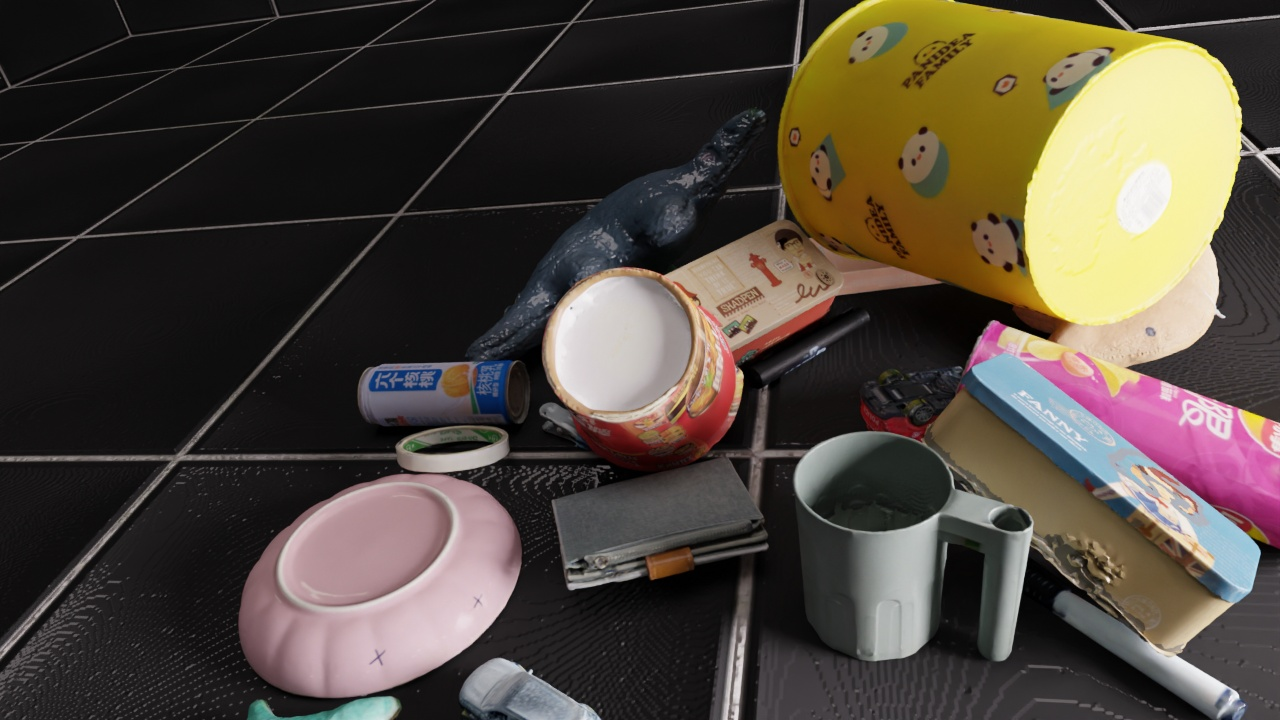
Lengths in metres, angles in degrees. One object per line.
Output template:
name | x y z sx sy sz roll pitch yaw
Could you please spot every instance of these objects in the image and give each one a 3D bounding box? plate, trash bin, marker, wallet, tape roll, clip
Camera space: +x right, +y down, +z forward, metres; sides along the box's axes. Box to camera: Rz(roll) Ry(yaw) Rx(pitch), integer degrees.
plate | -0.178 0.135 0.616 0.192 0.039 0.192 -7 32 4
trash bin | 0.266 -0.154 0.688 0.229 0.230 0.255 -20 28 -16
marker | 0.143 -0.013 0.776 0.131 0.020 0.022 -28 58 -27
wallet | 0.010 0.110 0.607 0.129 0.037 0.106 -12 22 -6
tape roll | -0.144 0.067 0.708 0.086 0.014 0.085 -3 11 0
marker | 0.257 0.147 0.495 0.018 0.023 0.131 16 11 -40
clip | -0.056 0.054 0.732 0.057 0.029 0.024 22 46 25

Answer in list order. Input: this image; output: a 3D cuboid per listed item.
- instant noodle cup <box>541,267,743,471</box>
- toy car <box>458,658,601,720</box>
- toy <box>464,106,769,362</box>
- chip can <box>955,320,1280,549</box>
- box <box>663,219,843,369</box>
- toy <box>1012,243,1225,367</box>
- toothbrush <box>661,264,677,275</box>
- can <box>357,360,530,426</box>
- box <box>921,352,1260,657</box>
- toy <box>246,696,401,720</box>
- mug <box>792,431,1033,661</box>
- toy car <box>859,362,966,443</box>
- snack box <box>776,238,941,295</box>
instant noodle cup | -0.004 0.004 0.654 0.138 0.108 0.137 -4 73 14
toy car | -0.062 0.192 0.502 0.091 0.034 0.042 16 44 37
toy | -0.020 -0.107 0.860 0.356 0.091 0.138 -41 3 -7
chip can | 0.304 0.044 0.558 0.211 0.071 0.071 24 44 26
box | 0.080 -0.044 0.784 0.168 0.077 0.091 -27 67 -26
toy | 0.368 -0.042 0.712 0.144 0.082 0.225 -4 32 38
toothbrush | 0.025 -0.084 0.914 0.027 0.026 0.224 -29 36 -9
can | -0.164 0.028 0.766 0.135 0.053 0.053 -2 33 13
box | 0.238 0.069 0.506 0.184 0.060 0.089 45 31 20
toy | -0.175 0.215 0.501 0.092 0.030 0.096 -16 39 -6
mug | 0.147 0.110 0.507 0.124 0.103 0.083 16 40 33
toy car | 0.218 0.031 0.664 0.120 0.045 0.053 -9 34 -9
snack box | 0.213 -0.096 0.879 0.157 0.026 0.084 -6 32 6
